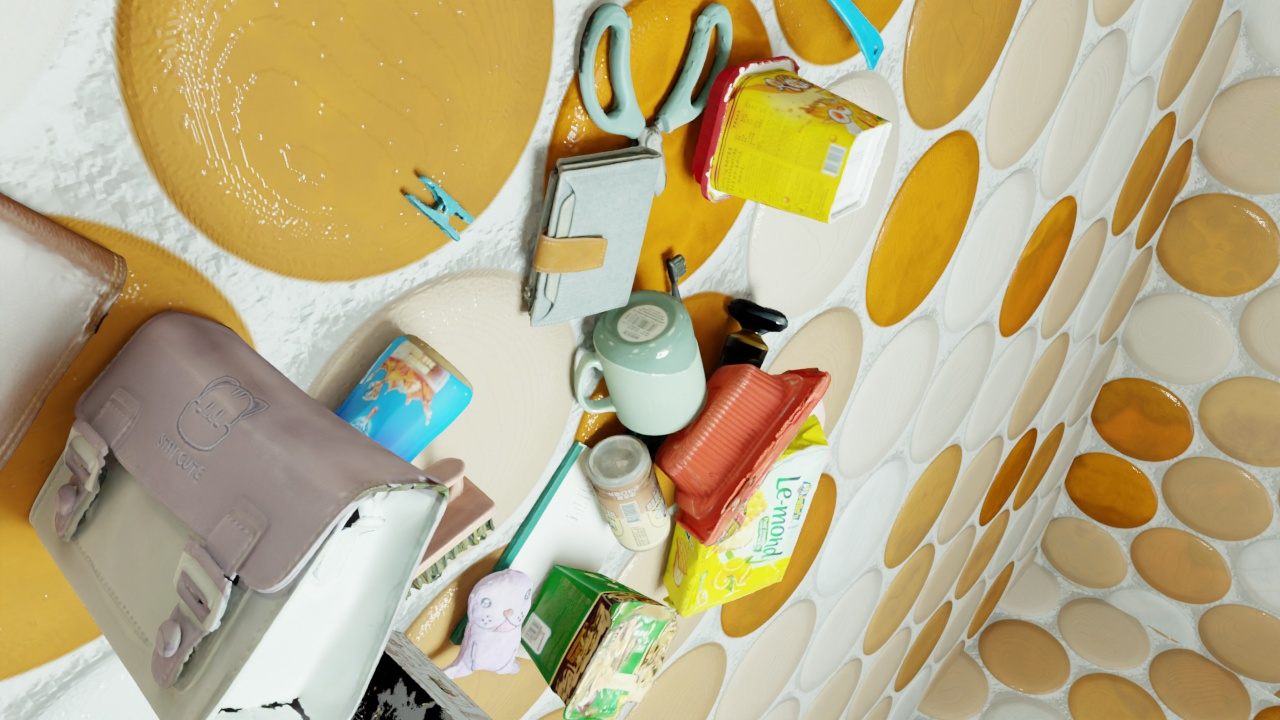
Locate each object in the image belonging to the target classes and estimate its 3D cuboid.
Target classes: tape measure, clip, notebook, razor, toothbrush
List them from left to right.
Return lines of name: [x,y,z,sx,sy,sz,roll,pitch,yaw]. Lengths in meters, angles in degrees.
clip: [-0.127,-0.097,0.586,0.045,0.014,0.057,-55,148,-4]
notebook: [-0.077,0.186,0.869,0.209,0.012,0.150,-58,145,-4]
tape measure: [0.008,0.077,0.886,0.058,0.025,0.055,-19,129,-44]
toothbrush: [0.042,-0.014,0.862,0.027,0.026,0.213,-30,137,-19]
razor: [0.099,0.013,0.941,0.067,0.062,0.168,-65,173,-62]

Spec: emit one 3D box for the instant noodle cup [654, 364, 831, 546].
instant noodle cup: [0.082,0.069,0.834,0.188,0.079,0.164,-52,-175,-7]

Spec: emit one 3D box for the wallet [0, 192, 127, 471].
wallet: [-0.303,-0.017,0.403,0.124,0.032,0.101,-58,144,-4]

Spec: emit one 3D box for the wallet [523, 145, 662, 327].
wallet: [-0.035,-0.089,0.681,0.106,0.037,0.130,-21,137,-42]

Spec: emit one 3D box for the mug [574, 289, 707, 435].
mug: [-0.005,0.005,0.775,0.111,0.082,0.106,-19,139,-2]

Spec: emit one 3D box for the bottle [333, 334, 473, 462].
bottle: [-0.198,0.082,0.582,0.218,0.065,0.065,-51,146,-14]

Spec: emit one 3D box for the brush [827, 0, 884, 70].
brush: [0.148,-0.308,0.749,0.254,0.046,0.083,22,93,-51]

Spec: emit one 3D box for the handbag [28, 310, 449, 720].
handbag: [-0.204,0.075,0.451,0.145,0.197,0.098,-61,147,0]

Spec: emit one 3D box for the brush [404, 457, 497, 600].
brush: [-0.176,0.132,0.654,0.145,0.063,0.073,-38,145,-26]

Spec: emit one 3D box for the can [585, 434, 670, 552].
can: [-0.010,0.124,0.850,0.058,0.058,0.116,-44,141,-23]

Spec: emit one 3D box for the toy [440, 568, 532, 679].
toy: [-0.129,0.227,0.791,0.083,0.039,0.108,5,111,-40]

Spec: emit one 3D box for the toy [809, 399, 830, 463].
toy: [0.181,0.101,1.103,0.121,0.054,0.159,-44,139,-11]

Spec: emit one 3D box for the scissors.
scissors: [0.004,-0.203,0.674,0.181,0.019,0.170,22,98,-57]

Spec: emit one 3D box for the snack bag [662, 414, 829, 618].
snack bag: [0.109,0.174,1.024,0.157,0.068,0.247,-12,131,-31]

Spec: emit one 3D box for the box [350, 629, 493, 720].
box: [-0.208,0.269,0.612,0.157,0.181,0.198,-52,146,-9]

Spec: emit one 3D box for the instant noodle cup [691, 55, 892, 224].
instant noodle cup: [0.124,-0.174,0.743,0.115,0.124,0.116,-30,140,-48]

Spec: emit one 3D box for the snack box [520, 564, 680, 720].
snack box: [-0.046,0.253,0.852,0.117,0.106,0.118,29,88,-52]
